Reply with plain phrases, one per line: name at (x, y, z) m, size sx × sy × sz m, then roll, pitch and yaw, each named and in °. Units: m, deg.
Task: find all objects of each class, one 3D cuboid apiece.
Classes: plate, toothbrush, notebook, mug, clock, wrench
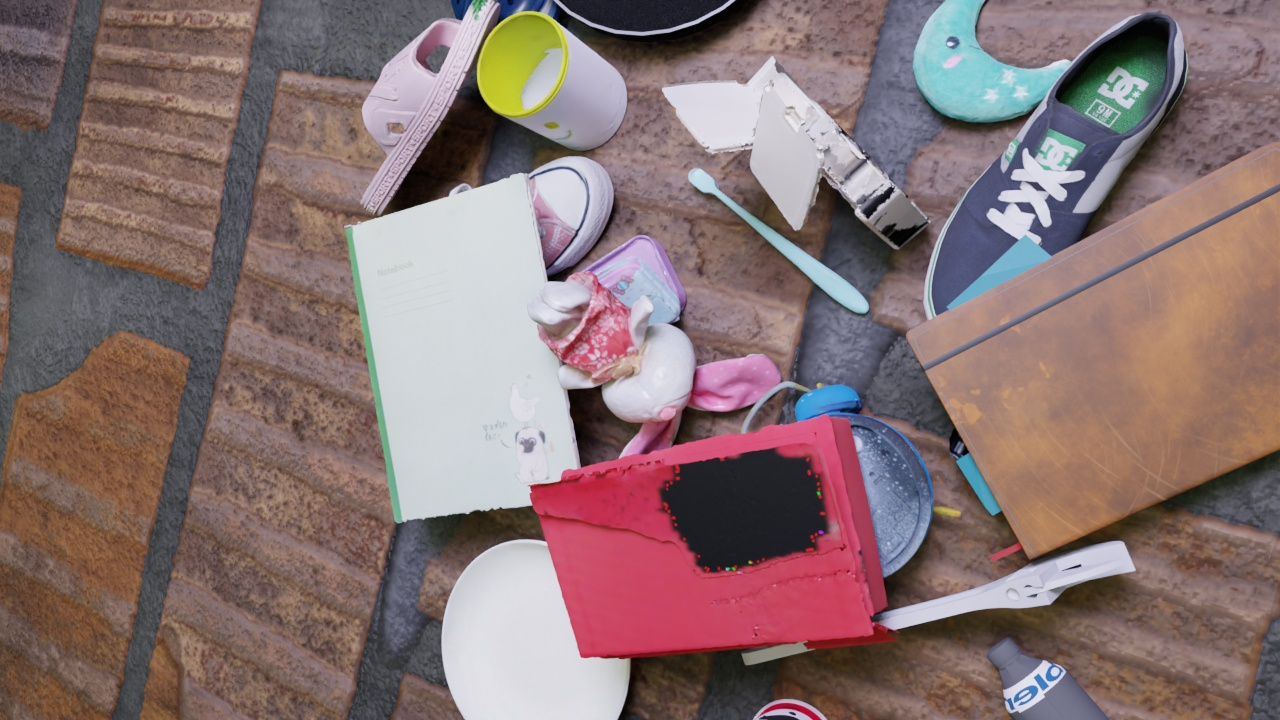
plate at (-0.084, 0.240, 0.766) m, size 0.183 × 0.034 × 0.182 m, roll -2°, pitch 86°, yaw 26°
toothbrush at (0.105, -0.093, 0.705) m, size 0.180 × 0.016 × 0.016 m, roll 43°, pitch 103°, yaw 21°
notebook at (0.294, -0.004, 0.555) m, size 0.250 × 0.014 × 0.178 m, roll -29°, pitch 88°, yaw 14°
mug at (-0.070, -0.224, 0.748) m, size 0.083 × 0.106 × 0.082 m, roll -2°, pitch 85°, yaw 26°
clock at (0.137, 0.083, 0.653) m, size 0.117 × 0.060 × 0.161 m, roll -49°, pitch 67°, yaw 17°
notebook at (-0.145, -0.004, 0.732) m, size 0.182 × 0.010 × 0.252 m, roll -11°, pitch 88°, yaw 24°
wrench at (0.190, 0.170, 0.624) m, size 0.274 × 0.086 × 0.018 m, roll -27°, pitch 75°, yaw 33°

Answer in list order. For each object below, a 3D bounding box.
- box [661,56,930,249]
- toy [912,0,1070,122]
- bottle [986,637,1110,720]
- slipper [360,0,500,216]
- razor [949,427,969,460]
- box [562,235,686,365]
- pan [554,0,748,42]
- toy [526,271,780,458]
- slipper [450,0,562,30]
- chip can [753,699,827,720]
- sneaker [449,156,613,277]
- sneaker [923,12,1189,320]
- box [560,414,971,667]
box at (0.101, -0.138, 0.610) m, size 0.069 × 0.191 × 0.143 m, roll -44°, pitch 63°, yaw 18°
toy at (0.235, -0.210, 0.639) m, size 0.085 × 0.033 × 0.105 m, roll -35°, pitch 71°, yaw 9°
bottle at (0.268, 0.228, 0.586) m, size 0.047 × 0.047 × 0.112 m, roll -44°, pitch 69°, yaw 17°
slipper at (-0.200, -0.220, 0.786) m, size 0.240 × 0.064 × 0.094 m, roll -44°, pitch 23°, yaw 41°
razor at (0.278, 0.041, 0.596) m, size 0.152 × 0.053 × 0.067 m, roll -13°, pitch 92°, yaw 18°
box at (-0.065, -0.017, 0.758) m, size 0.215 × 0.096 × 0.077 m, roll -30°, pitch 101°, yaw 22°
pan at (0.071, -0.398, 0.722) m, size 0.357 × 0.034 × 0.225 m, roll -30°, pitch 79°, yaw 11°
toy at (-0.004, 0.004, 0.679) m, size 0.159 × 0.194 × 0.084 m, roll -37°, pitch 32°, yaw 15°
slipper at (-0.144, -0.388, 0.805) m, size 0.105 × 0.095 × 0.252 m, roll -17°, pitch 76°, yaw 22°
chip can at (0.066, 0.281, 0.585) m, size 0.069 × 0.220 × 0.069 m, roll -2°, pitch 86°, yaw 26°
sneaker at (-0.130, -0.089, 0.780) m, size 0.241 × 0.087 × 0.118 m, roll -40°, pitch 71°, yaw 19°
sneaker at (0.260, -0.114, 0.593) m, size 0.084 × 0.079 × 0.235 m, roll 38°, pitch 104°, yaw 22°
box at (0.109, 0.158, 0.715) m, size 0.214 × 0.325 × 0.152 m, roll -15°, pitch 63°, yaw 28°
